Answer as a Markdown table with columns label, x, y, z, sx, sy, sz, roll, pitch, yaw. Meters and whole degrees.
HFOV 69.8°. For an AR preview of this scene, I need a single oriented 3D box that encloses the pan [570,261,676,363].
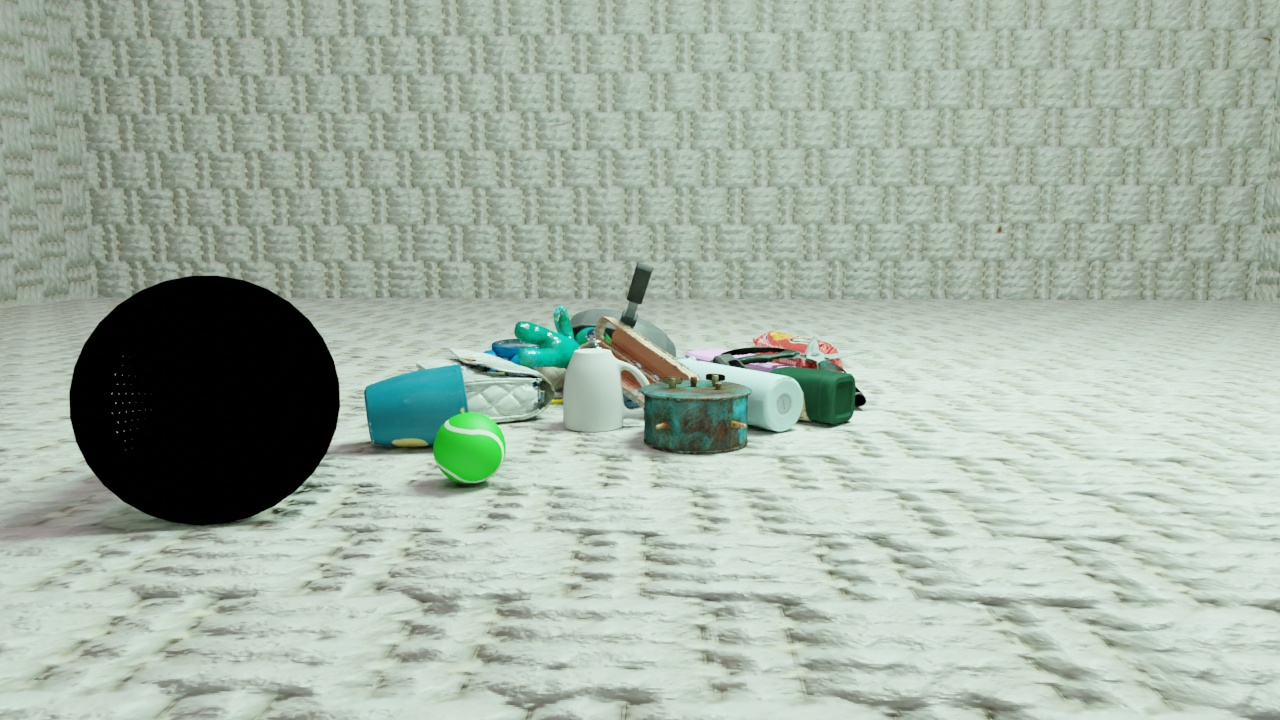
| label | x | y | z | sx | sy | sz | roll | pitch | yaw |
| --- | --- | --- | --- | --- | --- | --- | --- | --- | --- |
| pan | -0.016 | -0.058 | 1.287 | 0.178 | 0.041 | 0.358 | 18 | -21 | -1 |

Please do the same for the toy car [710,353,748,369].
| label | x | y | z | sx | sy | sz | roll | pitch | yaw |
| --- | --- | --- | --- | --- | --- | --- | --- | --- | --- |
| toy car | 0.135 | 0.024 | 1.221 | 0.040 | 0.037 | 0.092 | -9 | 49 | -50 |

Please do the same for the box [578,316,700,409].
| label | x | y | z | sx | sy | sz | roll | pitch | yaw |
| --- | --- | --- | --- | --- | --- | --- | --- | --- | --- |
| box | -0.006 | 0.010 | 1.165 | 0.187 | 0.085 | 0.048 | 34 | 9 | 39 |

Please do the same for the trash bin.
| label | x | y | z | sx | sy | sz | roll | pitch | yaw |
| --- | --- | --- | --- | --- | --- | --- | --- | --- | --- |
| trash bin | -0.361 | 0.034 | 0.813 | 0.195 | 0.195 | 0.200 | -2 | -1 | -13 |

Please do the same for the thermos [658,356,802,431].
| label | x | y | z | sx | sy | sz | roll | pitch | yaw |
| --- | --- | --- | --- | --- | --- | --- | --- | --- | --- |
| thermos | 0.104 | 0.039 | 1.130 | 0.207 | 0.065 | 0.077 | 10 | 55 | 53 |

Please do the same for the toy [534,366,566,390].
| label | x | y | z | sx | sy | sz | roll | pitch | yaw |
| --- | --- | --- | --- | --- | --- | --- | --- | --- | --- |
| toy | -0.111 | 0.006 | 1.330 | 0.106 | 0.085 | 0.074 | 18 | 39 | 37 |

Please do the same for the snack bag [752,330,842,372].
| label | x | y | z | sx | sy | sz | roll | pitch | yaw |
| --- | --- | --- | --- | --- | --- | --- | --- | --- | --- |
| snack bag | 0.238 | 0.000 | 1.379 | 0.082 | 0.082 | 0.176 | -4 | 10 | -25 |

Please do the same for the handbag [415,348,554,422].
| label | x | y | z | sx | sy | sz | roll | pitch | yaw |
| --- | --- | --- | --- | --- | --- | --- | --- | --- | --- |
| handbag | -0.207 | 0.029 | 1.175 | 0.138 | 0.072 | 0.195 | -3 | 9 | -28 |

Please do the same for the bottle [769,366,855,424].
| label | x | y | z | sx | sy | sz | roll | pitch | yaw |
| --- | --- | --- | --- | --- | --- | --- | --- | --- | --- |
| bottle | 0.193 | 0.040 | 1.133 | 0.131 | 0.061 | 0.061 | 7 | 8 | 41 |

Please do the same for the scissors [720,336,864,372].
| label | x | y | z | sx | sy | sz | roll | pitch | yaw |
| --- | --- | --- | --- | --- | --- | --- | --- | --- | --- |
| scissors | 0.204 | 0.008 | 1.240 | 0.202 | 0.015 | 0.201 | -3 | 22 | 10 |

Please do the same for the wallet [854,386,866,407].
| label | x | y | z | sx | sy | sz | roll | pitch | yaw |
| --- | --- | --- | --- | --- | --- | --- | --- | --- | --- |
| wallet | 0.235 | 0.045 | 1.222 | 0.115 | 0.026 | 0.089 | 0 | 8 | 2 |

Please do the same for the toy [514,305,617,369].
| label | x | y | z | sx | sy | sz | roll | pitch | yaw |
| --- | --- | --- | --- | --- | --- | --- | --- | --- | --- |
| toy | -0.092 | -0.007 | 1.256 | 0.193 | 0.130 | 0.073 | 11 | -36 | -40 |

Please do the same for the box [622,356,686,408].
| label | x | y | z | sx | sy | sz | roll | pitch | yaw |
| --- | --- | --- | --- | --- | --- | --- | --- | --- | --- |
| box | 0.006 | 0.026 | 1.234 | 0.209 | 0.037 | 0.066 | -7 | 45 | -45 |

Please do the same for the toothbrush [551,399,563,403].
| label | x | y | z | sx | sy | sz | roll | pitch | yaw |
| --- | --- | --- | --- | --- | --- | --- | --- | --- | --- |
| toothbrush | -0.071 | 0.050 | 1.227 | 0.135 | 0.016 | 0.021 | 0 | 10 | 0 |

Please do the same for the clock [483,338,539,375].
| label | x | y | z | sx | sy | sz | roll | pitch | yaw |
| --- | --- | --- | --- | --- | --- | --- | --- | --- | --- |
| clock | -0.185 | 0.001 | 1.430 | 0.117 | 0.060 | 0.161 | 7 | 12 | 34 |

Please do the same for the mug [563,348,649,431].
| label | x | y | z | sx | sy | sz | roll | pitch | yaw |
| --- | --- | --- | --- | --- | --- | --- | --- | --- | --- |
| mug | -0.038 | 0.033 | 1.082 | 0.107 | 0.089 | 0.071 | 0 | 8 | 2 |

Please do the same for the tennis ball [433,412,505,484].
| label | x | y | z | sx | sy | sz | roll | pitch | yaw |
| --- | --- | --- | --- | --- | --- | --- | --- | --- | --- |
| tennis ball | -0.155 | 0.080 | 0.836 | 0.065 | 0.065 | 0.065 | 0 | 8 | 0 |

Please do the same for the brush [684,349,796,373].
| label | x | y | z | sx | sy | sz | roll | pitch | yaw |
| --- | --- | --- | --- | --- | --- | --- | --- | --- | --- |
| brush | 0.153 | 0.017 | 1.361 | 0.089 | 0.043 | 0.229 | -5 | 9 | -29 |

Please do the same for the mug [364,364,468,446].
| label | x | y | z | sx | sy | sz | roll | pitch | yaw |
| --- | --- | --- | --- | --- | --- | --- | --- | --- | --- |
| mug | -0.243 | 0.058 | 0.999 | 0.104 | 0.084 | 0.112 | -8 | -19 | -14 |

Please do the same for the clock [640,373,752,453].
| label | x | y | z | sx | sy | sz | roll | pitch | yaw |
| --- | --- | --- | --- | --- | --- | --- | --- | --- | --- |
| clock | 0.059 | 0.051 | 1.019 | 0.121 | 0.073 | 0.157 | -1 | 7 | -4 |
